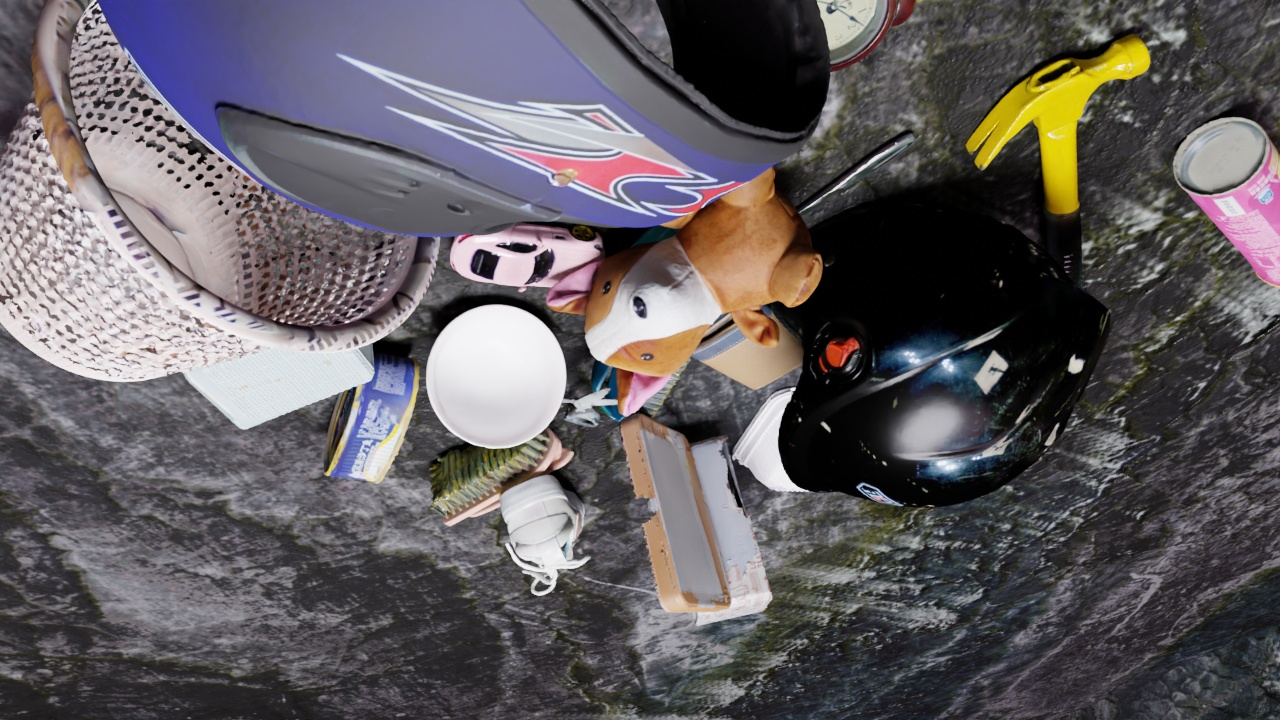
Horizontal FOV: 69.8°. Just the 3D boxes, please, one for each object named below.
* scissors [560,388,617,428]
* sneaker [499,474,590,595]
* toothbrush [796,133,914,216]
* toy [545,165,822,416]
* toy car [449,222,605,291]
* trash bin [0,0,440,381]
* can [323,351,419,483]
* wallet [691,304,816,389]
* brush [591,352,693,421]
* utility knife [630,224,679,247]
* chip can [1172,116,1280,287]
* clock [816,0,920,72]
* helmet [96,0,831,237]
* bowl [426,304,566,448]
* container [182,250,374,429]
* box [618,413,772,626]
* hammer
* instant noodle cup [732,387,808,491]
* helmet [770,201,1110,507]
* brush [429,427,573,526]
[{"bbox_3d":[-0.058,0.037,0.810,0.156,0.014,0.168,15,165,18],"label":"scissors"},{"bbox_3d":[-0.092,0.191,0.968,0.089,0.090,0.242,-22,163,-8],"label":"sneaker"},{"bbox_3d":[0.140,-0.124,0.735,0.181,0.018,0.015,-34,135,24],"label":"toothbrush"},{"bbox_3d":[0.034,-0.054,0.686,0.200,0.140,0.130,-29,178,18],"label":"toy"},{"bbox_3d":[-0.085,-0.080,0.708,0.122,0.037,0.056,3,141,-23],"label":"toy car"},{"bbox_3d":[-0.262,-0.084,0.525,0.193,0.227,0.227,-21,144,31],"label":"trash bin"},{"bbox_3d":[-0.237,0.051,0.801,0.049,0.074,0.149,11,137,-25],"label":"can"},{"bbox_3d":[0.104,-0.015,0.853,0.090,0.033,0.115,-33,140,28],"label":"wallet"},{"bbox_3d":[-0.005,0.005,0.823,0.073,0.055,0.144,1,143,-24],"label":"brush"},{"bbox_3d":[0.020,-0.102,0.731,0.029,0.013,0.152,22,129,-41],"label":"utility knife"},{"bbox_3d":[0.540,-0.133,0.798,0.210,0.071,0.072,23,130,-38],"label":"chip can"},{"bbox_3d":[0.123,-0.229,0.561,0.122,0.055,0.082,-24,142,12],"label":"clock"},{"bbox_3d":[-0.087,-0.170,0.426,0.241,0.247,0.315,-13,155,37],"label":"helmet"},{"bbox_3d":[-0.129,0.013,0.780,0.118,0.118,0.065,6,178,-24],"label":"bowl"},{"bbox_3d":[-0.268,-0.018,0.693,0.111,0.090,0.090,-18,143,1],"label":"container"},{"bbox_3d":[0.056,0.161,0.901,0.105,0.178,0.261,-14,158,-1],"label":"box"},{"bbox_3d":[0.354,-0.132,0.775,0.129,0.032,0.301,-22,142,13],"label":"hammer"},{"bbox_3d":[0.203,0.094,1.002,0.173,0.060,0.138,2,140,-22],"label":"instant noodle cup"},{"bbox_3d":[0.239,0.007,0.760,0.233,0.230,0.274,32,86,-43],"label":"helmet"},{"bbox_3d":[-0.140,0.110,0.917,0.146,0.063,0.073,-29,136,18],"label":"brush"}]
